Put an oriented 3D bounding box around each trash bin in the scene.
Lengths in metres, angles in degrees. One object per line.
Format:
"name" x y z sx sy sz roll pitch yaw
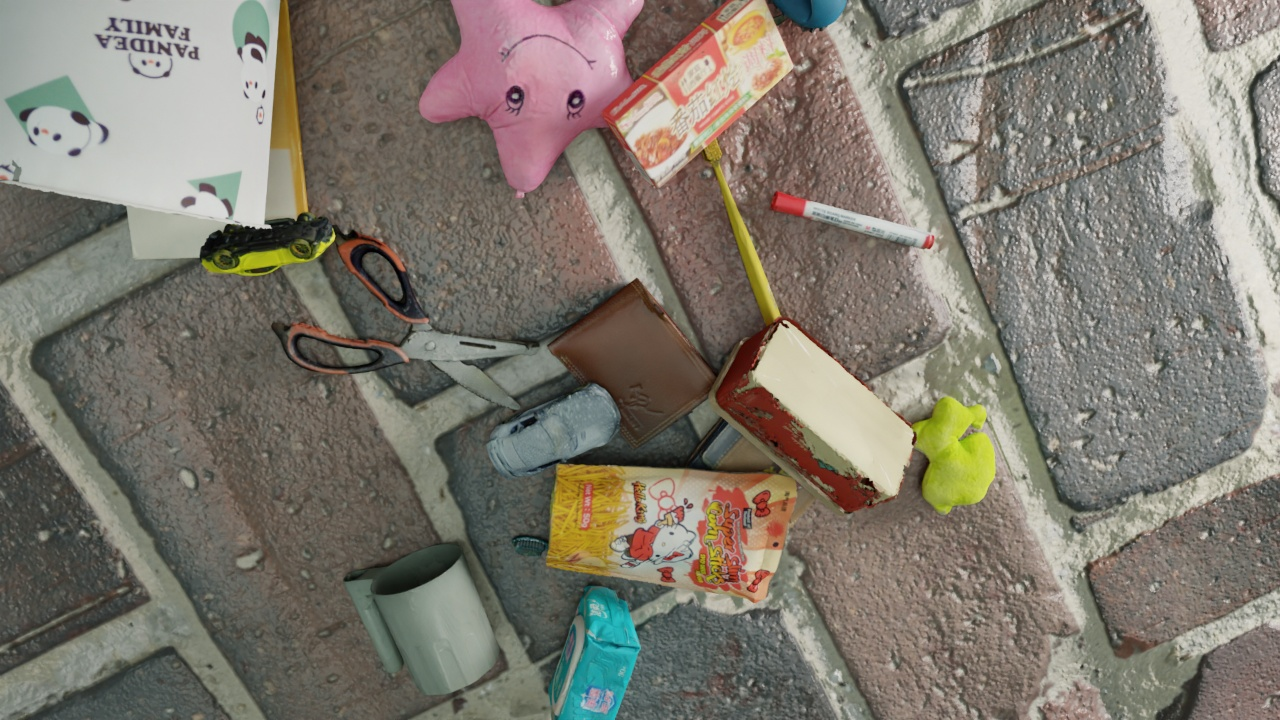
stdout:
"trash bin" -0.353 -0.233 0.619 0.229 0.229 0.252 10 96 -6

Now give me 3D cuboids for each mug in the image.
"mug" -0.195 0.229 0.812 0.124 0.083 0.103 -12 105 26

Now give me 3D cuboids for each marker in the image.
"marker" 0.183 -0.119 0.789 0.145 0.017 0.017 13 100 -7

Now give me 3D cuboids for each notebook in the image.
"notebook" -0.349 -0.186 0.741 0.146 0.010 0.206 -2 102 -4

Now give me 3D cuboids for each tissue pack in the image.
"tissue pack" -0.046 0.280 0.819 0.050 0.093 0.133 17 100 -12

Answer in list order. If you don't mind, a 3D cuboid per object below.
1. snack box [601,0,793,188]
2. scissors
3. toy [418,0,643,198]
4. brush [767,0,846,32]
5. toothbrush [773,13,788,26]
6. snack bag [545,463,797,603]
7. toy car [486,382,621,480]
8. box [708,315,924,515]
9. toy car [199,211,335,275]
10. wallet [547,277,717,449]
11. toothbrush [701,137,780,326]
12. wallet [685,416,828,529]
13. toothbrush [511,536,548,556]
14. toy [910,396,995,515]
"snack box" 0.047 -0.215 0.728 0.153 0.025 0.075 -42 135 -3
"scissors" -0.201 -0.023 0.783 0.189 0.015 0.226 -30 102 2
"toy" -0.072 -0.214 0.722 0.194 0.074 0.179 6 113 -15
"brush" 0.106 -0.319 0.707 0.055 0.073 0.144 -39 93 7
"toothbrush" 0.083 -0.267 0.753 0.186 0.012 0.017 -31 96 3
"snack bag" 0.024 0.147 0.800 0.208 0.073 0.129 8 112 -3
"toy car" -0.075 0.063 0.790 0.121 0.036 0.054 -25 104 16
"box" 0.151 0.047 0.772 0.168 0.078 0.091 40 53 -10
"toy car" -0.297 -0.090 0.737 0.105 0.048 0.032 -10 130 -3
"wallet" -0.005 0.005 0.796 0.101 0.032 0.124 -38 101 7
"toothbrush" 0.088 -0.104 0.785 0.016 0.016 0.190 -22 102 1
"wallet" 0.109 0.095 0.823 0.115 0.033 0.090 38 96 -14
"toothbrush" -0.023 0.181 0.837 0.191 0.018 0.016 9 116 -6
"toy" 0.287 0.087 0.832 0.100 0.031 0.097 44 94 -11
